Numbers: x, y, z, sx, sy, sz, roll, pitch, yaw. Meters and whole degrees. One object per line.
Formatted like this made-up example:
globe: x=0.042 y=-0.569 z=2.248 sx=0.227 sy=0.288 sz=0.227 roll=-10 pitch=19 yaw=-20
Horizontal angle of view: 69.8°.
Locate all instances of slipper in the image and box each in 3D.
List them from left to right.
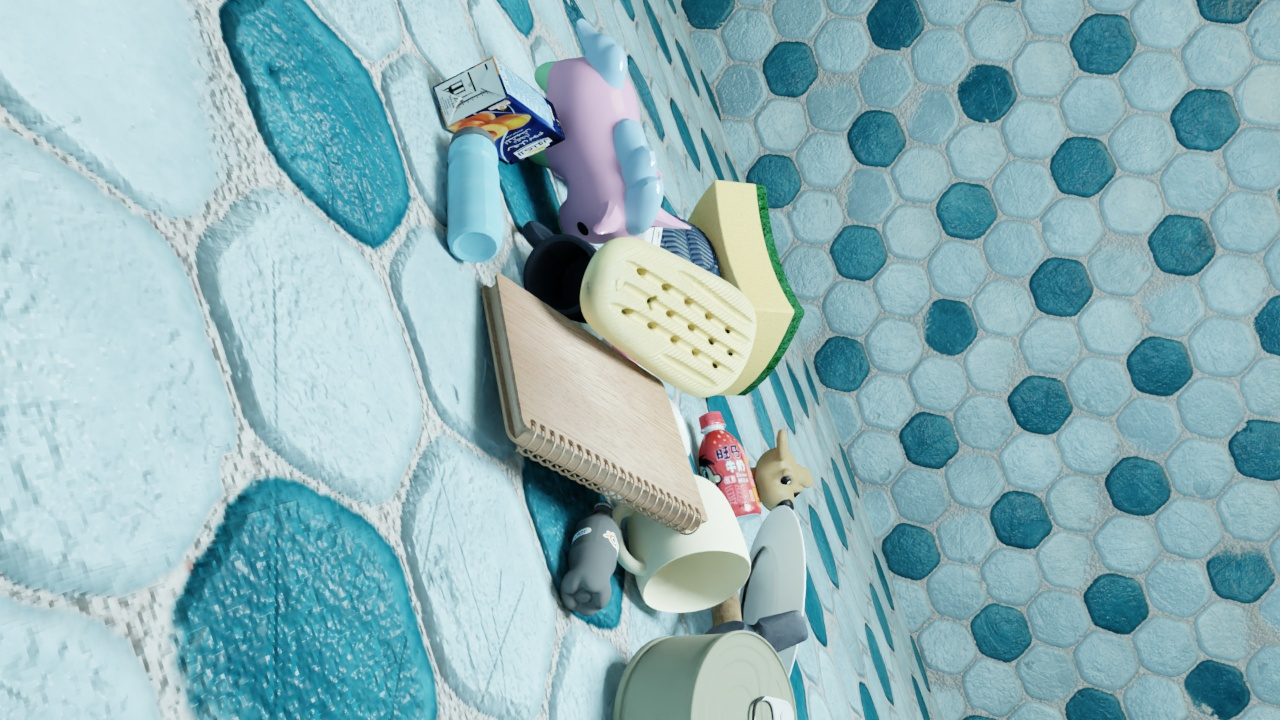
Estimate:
slipper: x=0.016 y=-0.039 z=0.831 sx=0.261 sy=0.079 sz=0.111 roll=25 pitch=82 yaw=-54
slipper: x=0.046 y=-0.089 z=1.165 sx=0.105 sy=0.095 sz=0.252 roll=15 pitch=41 yaw=-30

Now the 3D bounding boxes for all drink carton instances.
drink carton: x=-0.119 y=-0.215 z=0.804 sx=0.130 sy=0.064 sz=0.040 roll=8 pitch=62 yaw=-73

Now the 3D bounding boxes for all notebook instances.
notebook: x=-0.033 y=0.040 z=0.721 sx=0.210 sy=0.022 sz=0.169 roll=34 pitch=27 yaw=-41

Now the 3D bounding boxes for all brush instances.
brush: x=0.122 y=-0.096 z=1.247 sx=0.196 sy=0.075 sz=0.249 roll=118 pitch=-31 yaw=-51

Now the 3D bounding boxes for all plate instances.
plate: x=0.121 y=0.248 z=0.919 sx=0.208 sy=0.015 sz=0.208 roll=-170 pitch=-88 yaw=-83

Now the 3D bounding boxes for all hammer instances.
hammer: x=0.082 y=0.220 z=0.894 sx=0.321 sy=0.129 sz=0.040 roll=-64 pitch=134 yaw=-83

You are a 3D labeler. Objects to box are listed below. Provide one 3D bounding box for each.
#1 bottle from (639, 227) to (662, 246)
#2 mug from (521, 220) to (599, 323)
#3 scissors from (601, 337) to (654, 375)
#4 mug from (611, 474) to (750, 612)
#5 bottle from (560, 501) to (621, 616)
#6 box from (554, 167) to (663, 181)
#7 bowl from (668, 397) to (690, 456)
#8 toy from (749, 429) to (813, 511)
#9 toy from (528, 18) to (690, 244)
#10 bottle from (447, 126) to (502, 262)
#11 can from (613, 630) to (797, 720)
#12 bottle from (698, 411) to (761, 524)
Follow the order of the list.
bottle: x=0.005 y=-0.151 z=1.117 sx=0.041 sy=0.041 sz=0.115 roll=42 pitch=54 yaw=-59
mug: x=-0.067 y=-0.084 z=0.824 sx=0.105 sy=0.071 sz=0.077 roll=51 pitch=12 yaw=13
scissors: x=-0.008 y=-0.012 z=1.022 sx=0.179 sy=0.016 sz=0.105 roll=40 pitch=32 yaw=-60
mug: x=0.026 y=0.151 z=0.798 sx=0.120 sy=0.096 sz=0.099 roll=9 pitch=40 yaw=-24
bottle: x=-0.035 y=0.143 z=0.687 sx=0.109 sy=0.036 sz=0.036 roll=-78 pitch=144 yaw=-63
box: x=-0.061 y=-0.236 z=1.099 sx=0.086 sy=0.106 sz=0.230 roll=-66 pitch=160 yaw=2
bowl: x=0.007 y=0.073 z=0.870 sx=0.113 sy=0.063 sz=0.113 roll=57 pitch=20 yaw=-35
toy: x=0.161 y=0.158 z=1.201 sx=0.134 sy=0.108 sz=0.105 roll=53 pitch=21 yaw=-46
toy: x=-0.035 y=-0.210 z=0.890 sx=0.119 sy=0.171 sz=0.222 roll=-11 pitch=116 yaw=-41
bottle: x=-0.130 y=-0.134 z=0.712 sx=0.040 sy=0.040 sz=0.129 roll=51 pitch=24 yaw=-49
can: x=0.048 y=0.263 z=0.666 sx=0.127 sy=0.073 sz=0.127 roll=20 pitch=63 yaw=-45
bottle: x=0.103 y=0.131 z=1.127 sx=0.062 sy=0.062 sz=0.137 roll=35 pitch=37 yaw=-64
